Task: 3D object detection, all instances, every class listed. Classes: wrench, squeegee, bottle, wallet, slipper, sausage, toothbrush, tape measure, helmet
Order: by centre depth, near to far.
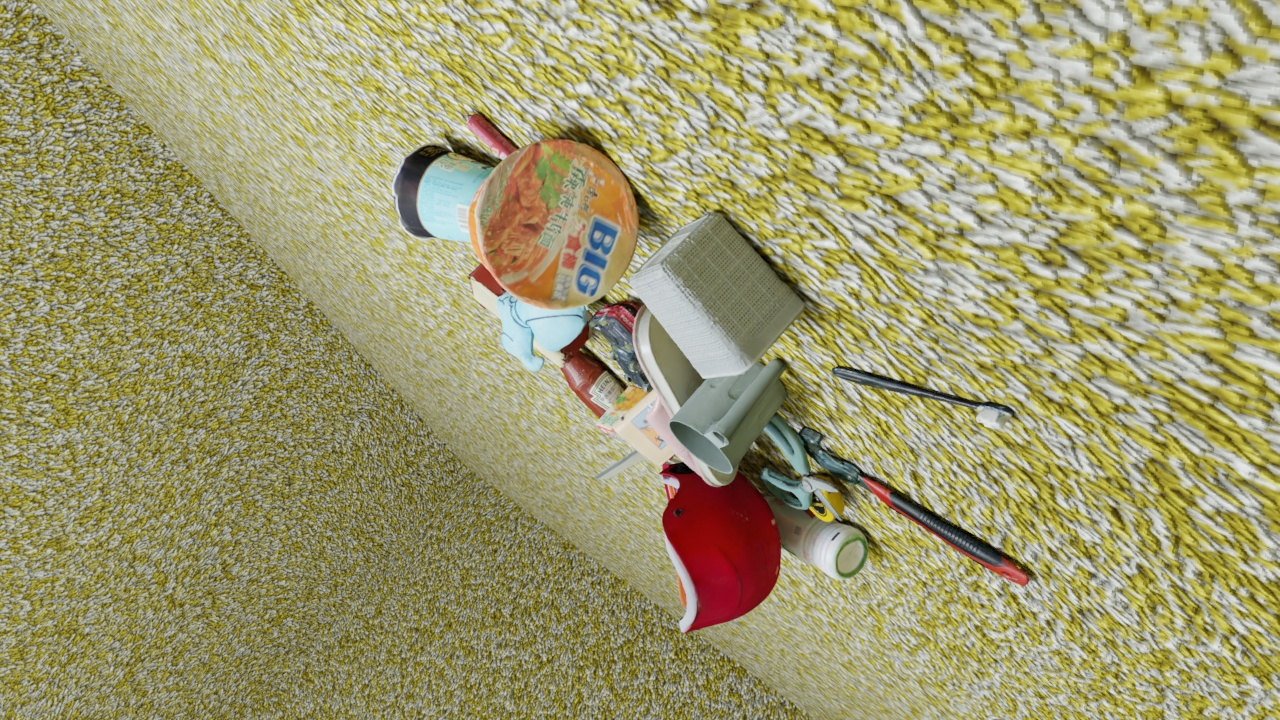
[{"bbox_3d":[0.228,0.028,0.770,0.181,0.018,0.015,19,156,53],"label":"toothbrush"},{"bbox_3d":[-0.121,-0.198,0.940,0.156,0.020,0.020,43,163,-8],"label":"sausage"},{"bbox_3d":[0.279,0.153,0.965,0.273,0.016,0.056,34,162,23],"label":"wrench"},{"bbox_3d":[0.047,0.045,1.042,0.055,0.113,0.274,-4,137,29],"label":"slipper"},{"bbox_3d":[0.216,0.159,1.080,0.057,0.028,0.060,62,161,-5],"label":"tape measure"},{"bbox_3d":[0.035,0.075,1.147,0.087,0.115,0.024,45,-162,-11],"label":"wallet"},{"bbox_3d":[0.103,0.222,1.175,0.239,0.144,0.207,-94,-7,-66],"label":"helmet"},{"bbox_3d":[0.206,0.220,1.202,0.197,0.068,0.068,22,155,55],"label":"bottle"},{"bbox_3d":[-0.086,0.014,1.322,0.206,0.059,0.060,48,161,-21],"label":"bottle"},{"bbox_3d":[0.090,0.191,1.405,0.246,0.039,0.247,35,142,-13],"label":"squeegee"}]

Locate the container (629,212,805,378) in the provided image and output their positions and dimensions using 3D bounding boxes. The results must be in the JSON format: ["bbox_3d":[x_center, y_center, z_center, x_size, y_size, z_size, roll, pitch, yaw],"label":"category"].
[{"bbox_3d":[0.062,-0.057,0.792,0.114,0.090,0.090,48,161,-12],"label":"container"}]

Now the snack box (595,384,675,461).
[{"bbox_3d":[0.011,0.083,1.251,0.156,0.077,0.027,16,150,53],"label":"snack box"}]

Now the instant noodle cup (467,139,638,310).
[{"bbox_3d":[-0.091,-0.127,0.858,0.151,0.151,0.111,48,170,-22],"label":"instant noodle cup"}]

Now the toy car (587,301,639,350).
[{"bbox_3d":[-0.024,-0.042,1.075,0.053,0.045,0.121,47,168,-12],"label":"toy car"}]

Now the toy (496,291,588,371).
[{"bbox_3d":[-0.119,-0.058,1.125,0.156,0.049,0.161,12,114,33],"label":"toy"}]

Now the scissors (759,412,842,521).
[{"bbox_3d":[0.163,0.114,1.059,0.170,0.019,0.174,57,163,-6],"label":"scissors"}]

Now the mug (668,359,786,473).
[{"bbox_3d":[0.097,0.050,0.946,0.083,0.103,0.124,41,162,-2],"label":"mug"}]

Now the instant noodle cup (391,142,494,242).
[{"bbox_3d":[-0.195,-0.179,1.021,0.120,0.111,0.111,18,153,33],"label":"instant noodle cup"}]

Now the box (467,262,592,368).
[{"bbox_3d":[-0.151,-0.065,1.225,0.168,0.079,0.091,38,162,10],"label":"box"}]

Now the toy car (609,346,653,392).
[{"bbox_3d":[-0.007,0.007,1.176,0.043,0.034,0.090,25,159,35],"label":"toy car"}]
